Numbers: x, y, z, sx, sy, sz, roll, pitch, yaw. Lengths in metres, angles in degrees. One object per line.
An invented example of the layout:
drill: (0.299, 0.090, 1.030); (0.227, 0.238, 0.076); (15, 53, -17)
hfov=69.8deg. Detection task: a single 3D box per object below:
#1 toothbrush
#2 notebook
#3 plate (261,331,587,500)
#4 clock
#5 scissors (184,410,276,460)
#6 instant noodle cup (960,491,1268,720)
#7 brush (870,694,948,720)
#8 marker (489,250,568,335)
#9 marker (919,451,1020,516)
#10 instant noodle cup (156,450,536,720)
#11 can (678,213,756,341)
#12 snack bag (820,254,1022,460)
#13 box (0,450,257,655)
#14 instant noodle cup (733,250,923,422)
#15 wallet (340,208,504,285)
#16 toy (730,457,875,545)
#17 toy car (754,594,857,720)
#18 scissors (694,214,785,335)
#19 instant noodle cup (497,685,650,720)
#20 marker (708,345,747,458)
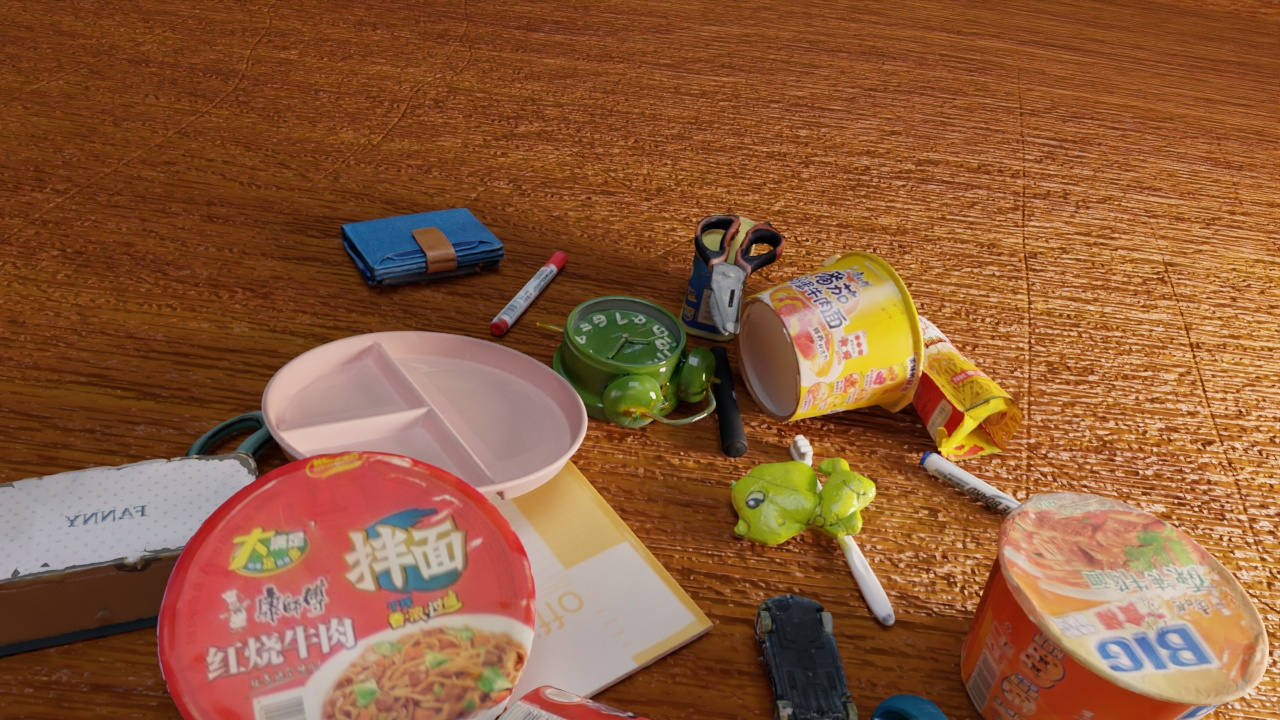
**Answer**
toothbrush: (0.148, 0.120, 0.681); (0.016, 0.016, 0.180); (-3, 39, -14)
notebook: (-0.070, 0.135, 0.615); (0.145, 0.010, 0.206); (-18, 45, -31)
plate: (-0.154, 0.039, 0.672); (0.229, 0.028, 0.229); (8, 26, -4)
clock: (-0.005, 0.004, 0.765); (0.115, 0.056, 0.161); (-22, 48, -34)
scissors: (-0.231, 0.061, 0.660); (0.175, 0.019, 0.169); (25, 35, 26)
instant noodle cup: (0.274, 0.172, 0.562); (0.151, 0.112, 0.151); (6, 37, -5)
brush: (0.163, 0.239, 0.481); (0.055, 0.074, 0.143); (-4, 39, -10)
marker: (-0.104, -0.065, 0.867); (0.017, 0.017, 0.144); (18, 38, 11)
marker: (0.287, 0.114, 0.722); (0.146, 0.017, 0.016); (32, 42, 27)
instant noodle cup: (-0.158, 0.147, 0.511); (0.193, 0.066, 0.193); (9, 48, -11)
can: (0.075, -0.082, 0.875); (0.057, 0.083, 0.101); (14, 37, 5)
snack bag: (0.246, -0.007, 0.818); (0.128, 0.073, 0.207); (30, 23, -41)
box: (-0.320, 0.113, 0.545); (0.184, 0.064, 0.089); (-7, 39, -19)
instant noodle cup: (0.151, -0.014, 0.771); (0.109, 0.138, 0.138); (-16, 43, -19)
wallet: (-0.212, -0.113, 0.890); (0.132, 0.040, 0.106); (-15, 39, -28)
toy: (0.116, 0.102, 0.676); (0.100, 0.031, 0.096); (16, 48, 25)
toy car: (0.099, 0.192, 0.562); (0.049, 0.031, 0.105); (5, 38, -8)
scissors: (0.089, -0.074, 0.763); (0.182, 0.015, 0.209); (-12, 35, -27)
instant noodle cup: (-0.020, 0.220, 0.420); (0.109, 0.138, 0.137); (17, 36, 23)
marker: (0.071, 0.032, 0.778); (0.022, 0.020, 0.131); (-9, 37, 3)
